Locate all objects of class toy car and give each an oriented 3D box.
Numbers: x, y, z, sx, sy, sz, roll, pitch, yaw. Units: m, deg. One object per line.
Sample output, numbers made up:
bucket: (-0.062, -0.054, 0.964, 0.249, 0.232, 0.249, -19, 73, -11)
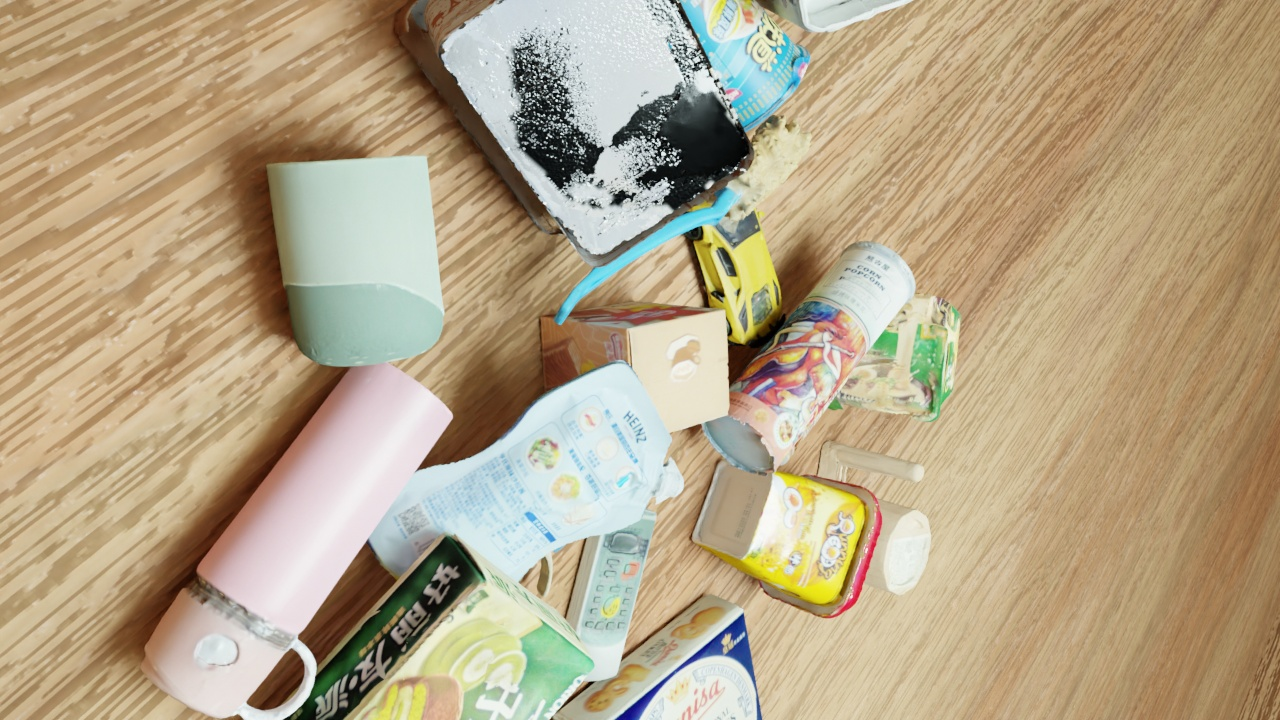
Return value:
toy car: (0.075, -0.083, 0.736, 0.071, 0.041, 0.156, -36, 119, -34)

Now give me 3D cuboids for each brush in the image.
brush: (0.033, -0.100, 0.638, 0.254, 0.083, 0.046, -38, 86, -29)

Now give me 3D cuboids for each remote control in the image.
remote control: (-0.026, 0.176, 0.702, 0.056, 0.019, 0.135, 18, 85, -44)

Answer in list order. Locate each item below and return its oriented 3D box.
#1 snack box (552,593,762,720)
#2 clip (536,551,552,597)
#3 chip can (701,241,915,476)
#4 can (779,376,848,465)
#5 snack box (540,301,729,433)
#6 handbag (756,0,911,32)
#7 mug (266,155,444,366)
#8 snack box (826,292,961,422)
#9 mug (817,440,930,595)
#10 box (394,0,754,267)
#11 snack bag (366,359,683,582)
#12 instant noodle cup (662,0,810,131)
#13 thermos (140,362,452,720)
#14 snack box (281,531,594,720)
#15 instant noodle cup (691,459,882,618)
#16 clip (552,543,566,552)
snack box: (0.026, 0.318, 0.758, 0.177, 0.046, 0.183, -28, 116, -37)
clip: (-0.062, 0.114, 0.639, 0.076, 0.034, 0.103, 5, 95, -27)
chip can: (0.138, -0.004, 0.743, 0.214, 0.071, 0.071, -47, 126, -25)
can: (0.131, 0.033, 0.796, 0.116, 0.059, 0.058, -48, 126, -26)
snack box: (-0.004, 0.004, 0.640, 0.092, 0.094, 0.077, -13, 105, -41)
handbag: (0.108, -0.311, 0.621, 0.098, 0.196, 0.145, -18, 116, 2)
mug: (-0.148, -0.059, 0.512, 0.111, 0.082, 0.106, -42, 130, -69)
snack box: (0.248, -0.007, 0.871, 0.105, 0.118, 0.117, -1, 98, -53)
mug: (0.209, 0.146, 0.858, 0.084, 0.104, 0.124, 9, 91, -44)
box: (-0.046, -0.178, 0.580, 0.148, 0.158, 0.181, -32, 129, 5)
snack bag: (-0.068, 0.084, 0.570, 0.191, 0.039, 0.110, -30, 109, 1)
instant noodle cup: (0.051, -0.231, 0.657, 0.110, 0.099, 0.099, 43, 68, -30)
thermos: (-0.178, 0.099, 0.507, 0.087, 0.067, 0.198, 37, 69, -15)
snack box: (-0.148, 0.225, 0.529, 0.240, 0.063, 0.114, -47, 127, -9)
instant noodle cup: (0.121, 0.143, 0.778, 0.123, 0.116, 0.116, 26, 79, -31)
clip: (-0.050, 0.114, 0.672, 0.056, 0.028, 0.024, -42, 121, -18)
